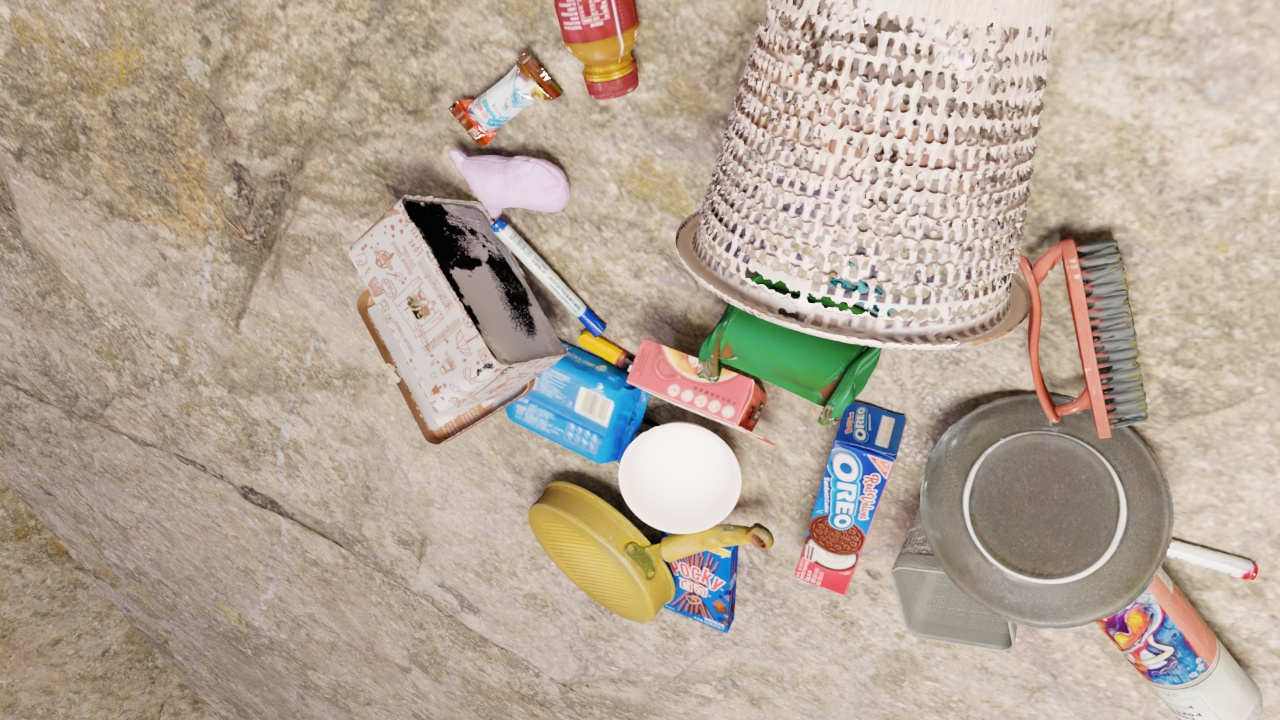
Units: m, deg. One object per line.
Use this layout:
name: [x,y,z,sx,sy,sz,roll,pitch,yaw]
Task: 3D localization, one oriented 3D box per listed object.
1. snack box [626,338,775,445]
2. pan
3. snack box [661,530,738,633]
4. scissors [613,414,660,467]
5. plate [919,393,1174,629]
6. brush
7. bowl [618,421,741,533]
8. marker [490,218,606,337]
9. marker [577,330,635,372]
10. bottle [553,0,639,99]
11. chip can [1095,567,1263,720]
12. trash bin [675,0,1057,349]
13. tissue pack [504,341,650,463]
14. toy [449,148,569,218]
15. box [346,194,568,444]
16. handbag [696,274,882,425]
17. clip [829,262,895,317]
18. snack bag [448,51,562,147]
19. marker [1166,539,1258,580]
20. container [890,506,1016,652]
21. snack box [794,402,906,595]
snack box: [0.064,0.029,0.811,0.127,0.044,0.113,22,177,15]
pan: [0.006,0.205,1.008,0.198,0.078,0.358,54,150,-17]
snack box: [0.068,0.245,1.054,0.085,0.026,0.157,17,134,22]
scissors: [-0.043,0.060,0.974,0.160,0.014,0.170,5,128,30]
plate: [0.304,0.111,0.694,0.179,0.179,0.024,16,175,21]
brush: [0.306,-0.019,0.641,0.069,0.063,0.146,-11,119,24]
bowl: [0.041,0.105,0.909,0.118,0.064,0.118,2,109,7]
marker: [-0.086,-0.078,0.870,0.146,0.016,0.017,46,137,-17]
marker: [-0.005,0.005,0.902,0.124,0.015,0.018,30,139,3]
bottle: [-0.037,-0.274,0.645,0.057,0.057,0.175,8,130,28]
chip can: [0.424,0.221,0.753,0.214,0.071,0.071,46,137,-18]
trash bin: [0.144,-0.141,0.549,0.228,0.226,0.192,18,122,19]
tissue pack: [-0.070,0.036,0.930,0.157,0.052,0.095,25,115,13]
toy: [-0.110,-0.154,0.812,0.108,0.038,0.084,5,147,28]
box: [-0.201,-0.028,0.856,0.193,0.156,0.183,-34,81,22]
handbag: [0.119,-0.005,0.735,0.131,0.119,0.068,25,130,15]
clip: [0.179,-0.054,0.729,0.057,0.015,0.049,36,135,-1]
snack bag: [-0.114,-0.217,0.768,0.104,0.026,0.048,-15,129,41]
marker: [0.419,0.149,0.749,0.145,0.017,0.017,15,133,22]
container: [0.278,0.170,0.787,0.090,0.114,0.090,0,127,33]
snack box: [0.192,0.131,0.852,0.057,0.058,0.208,19,135,15]
